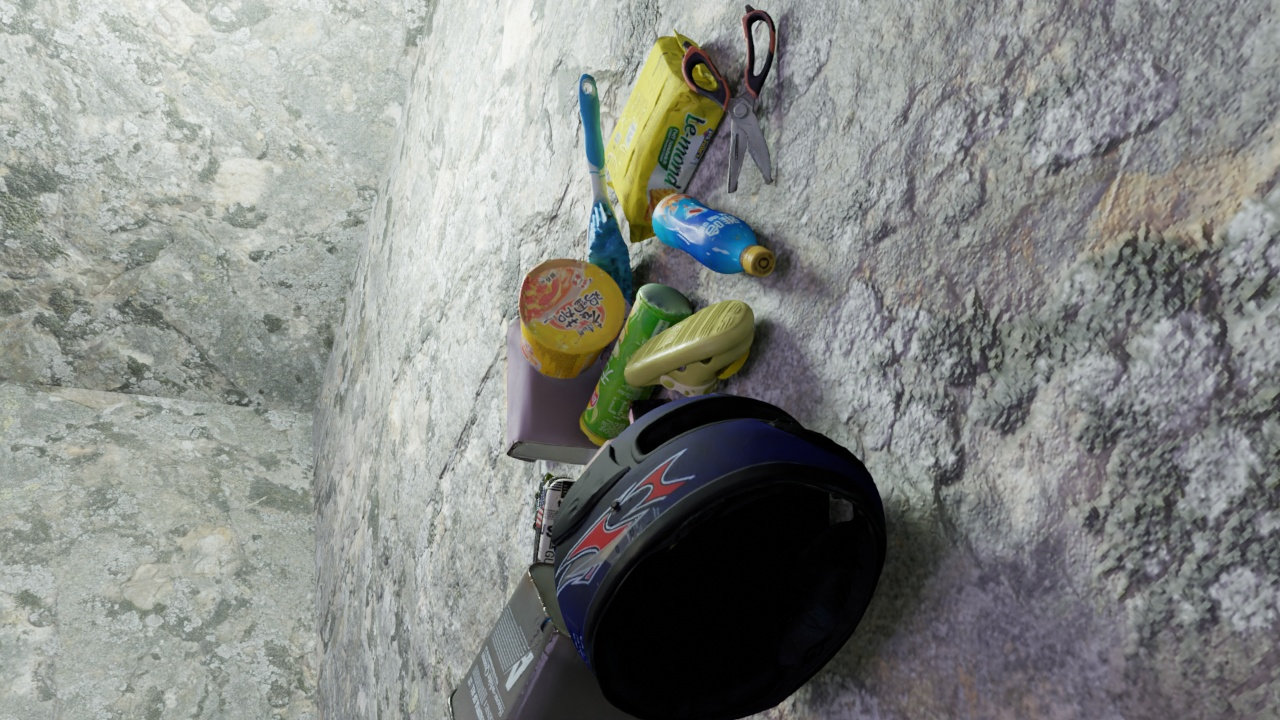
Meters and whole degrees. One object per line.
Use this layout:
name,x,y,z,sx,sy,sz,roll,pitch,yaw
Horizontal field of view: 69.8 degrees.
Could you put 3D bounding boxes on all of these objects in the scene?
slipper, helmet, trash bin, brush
slipper,0.063,-0.003,1.025,0.191,0.081,0.091,-22,26,46
helmet,0.063,0.146,0.804,0.316,0.247,0.240,-55,19,26
trash bin,-0.095,0.380,1.094,0.220,0.198,0.199,-67,30,15
brush,-0.052,-0.207,1.209,0.109,0.060,0.315,-103,7,-52

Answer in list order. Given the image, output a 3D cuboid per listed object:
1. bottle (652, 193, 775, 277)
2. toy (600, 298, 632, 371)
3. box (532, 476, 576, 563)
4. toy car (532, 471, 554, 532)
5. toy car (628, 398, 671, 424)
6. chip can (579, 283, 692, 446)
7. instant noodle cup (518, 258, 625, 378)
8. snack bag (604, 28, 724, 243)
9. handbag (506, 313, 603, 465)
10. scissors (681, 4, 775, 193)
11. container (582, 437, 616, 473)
bottle,0.083,-0.136,1.031,0.218,0.065,0.065,43,120,58
toy,-0.020,-0.016,1.222,0.084,0.038,0.108,52,128,29
box,-0.122,0.246,1.311,0.081,0.074,0.163,-168,85,-72
toy car,-0.140,0.217,1.390,0.105,0.032,0.048,-95,28,-47
toy car,0.014,0.075,1.087,0.122,0.056,0.037,-100,6,-72
chip can,-0.007,0.007,1.153,0.222,0.072,0.072,-64,32,30
instant noodle cup,-0.097,-0.048,1.198,0.110,0.138,0.137,117,152,-61
snack bag,0.022,-0.293,1.194,0.247,0.068,0.157,-61,33,35
handbag,-0.116,0.040,1.275,0.099,0.144,0.196,-34,52,52
scissors,0.108,-0.300,1.038,0.221,0.015,0.190,41,100,27
container,-0.005,0.162,1.088,0.090,0.090,0.110,-53,41,42
